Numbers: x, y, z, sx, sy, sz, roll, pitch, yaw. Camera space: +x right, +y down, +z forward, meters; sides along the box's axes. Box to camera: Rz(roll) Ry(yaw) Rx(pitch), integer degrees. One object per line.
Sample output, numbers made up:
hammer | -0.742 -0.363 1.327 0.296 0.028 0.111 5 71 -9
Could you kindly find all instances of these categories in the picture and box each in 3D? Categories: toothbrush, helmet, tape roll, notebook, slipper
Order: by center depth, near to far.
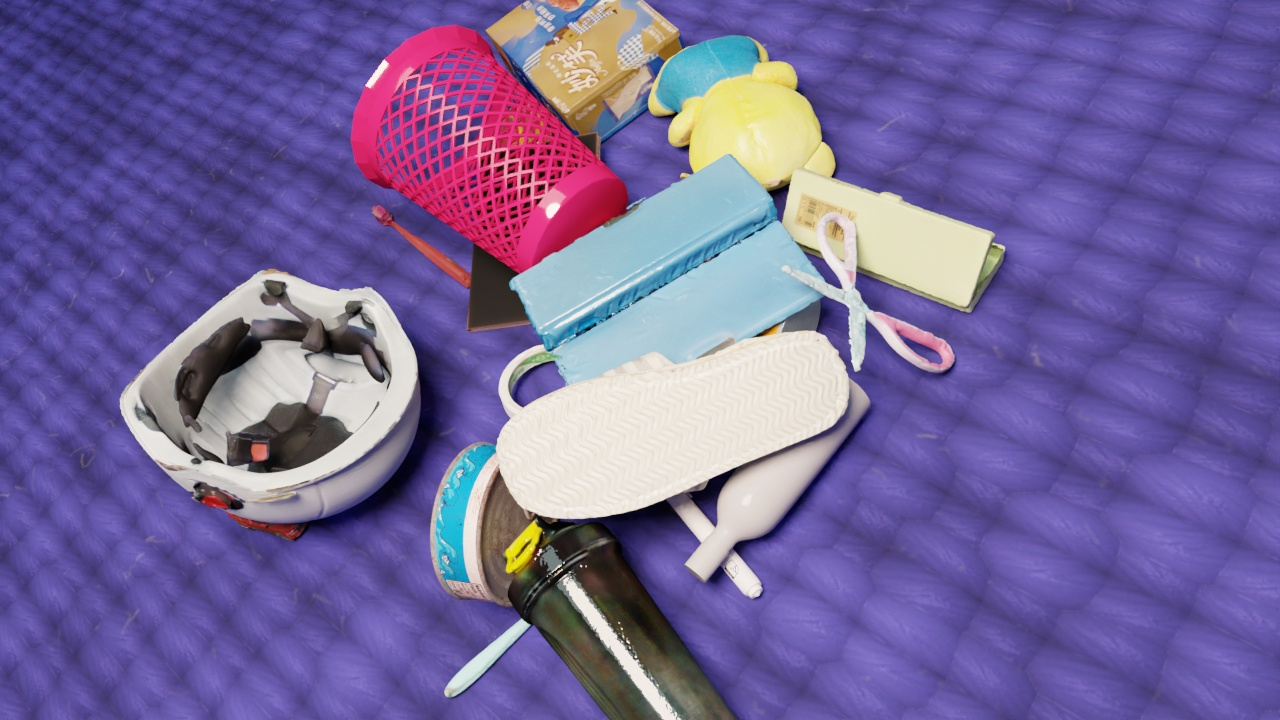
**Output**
slipper | 0.025 0.047 0.706 0.273 0.054 0.114 -16 85 2
toothbrush | -0.095 0.216 0.767 0.180 0.016 0.016 -43 57 -5
helmet | -0.318 0.055 0.857 0.264 0.164 0.235 17 54 19
tape roll | -0.085 0.023 0.858 0.094 0.018 0.093 -5 47 5
notebook | -0.111 -0.136 0.960 0.141 0.008 0.208 -7 69 18
toothbrush | -0.246 -0.130 1.024 0.190 0.016 0.016 36 78 33

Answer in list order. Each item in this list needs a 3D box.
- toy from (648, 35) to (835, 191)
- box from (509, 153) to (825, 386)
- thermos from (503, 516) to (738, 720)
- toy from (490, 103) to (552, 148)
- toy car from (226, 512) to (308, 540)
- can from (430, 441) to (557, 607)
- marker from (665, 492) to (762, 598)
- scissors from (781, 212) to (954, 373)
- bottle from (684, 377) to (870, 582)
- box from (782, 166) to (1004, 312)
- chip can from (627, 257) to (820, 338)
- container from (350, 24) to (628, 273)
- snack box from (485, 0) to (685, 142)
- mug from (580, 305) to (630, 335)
toy | 0.093 -0.246 0.920 0.149 0.084 0.213 -25 53 8
box | 0.018 -0.069 0.776 0.231 0.048 0.176 -31 55 -1
thermos | -0.017 0.211 0.683 0.098 0.098 0.221 -39 64 -4
toy | -0.135 -0.253 1.038 0.084 0.046 0.103 -52 52 13
toy car | -0.364 0.147 0.902 0.091 0.036 0.042 11 65 20
can | -0.116 0.133 0.753 0.044 0.130 0.129 2 62 22
marker | 0.056 0.141 0.749 0.020 0.017 0.133 -51 54 12
scissors | 0.185 -0.051 0.749 0.013 0.170 0.172 -49 26 46
bottle | 0.105 0.094 0.730 0.052 0.052 0.195 32 73 33
box | 0.216 -0.105 0.810 0.188 0.090 0.077 26 94 29
chip can | 0.049 -0.060 0.834 0.215 0.075 0.075 23 72 30
container | -0.136 -0.185 0.894 0.226 0.183 0.183 40 81 20
snack box | -0.061 -0.353 1.050 0.155 0.069 0.202 -37 55 -1
mug | -0.005 0.005 0.808 0.088 0.078 0.113 -34 74 0
